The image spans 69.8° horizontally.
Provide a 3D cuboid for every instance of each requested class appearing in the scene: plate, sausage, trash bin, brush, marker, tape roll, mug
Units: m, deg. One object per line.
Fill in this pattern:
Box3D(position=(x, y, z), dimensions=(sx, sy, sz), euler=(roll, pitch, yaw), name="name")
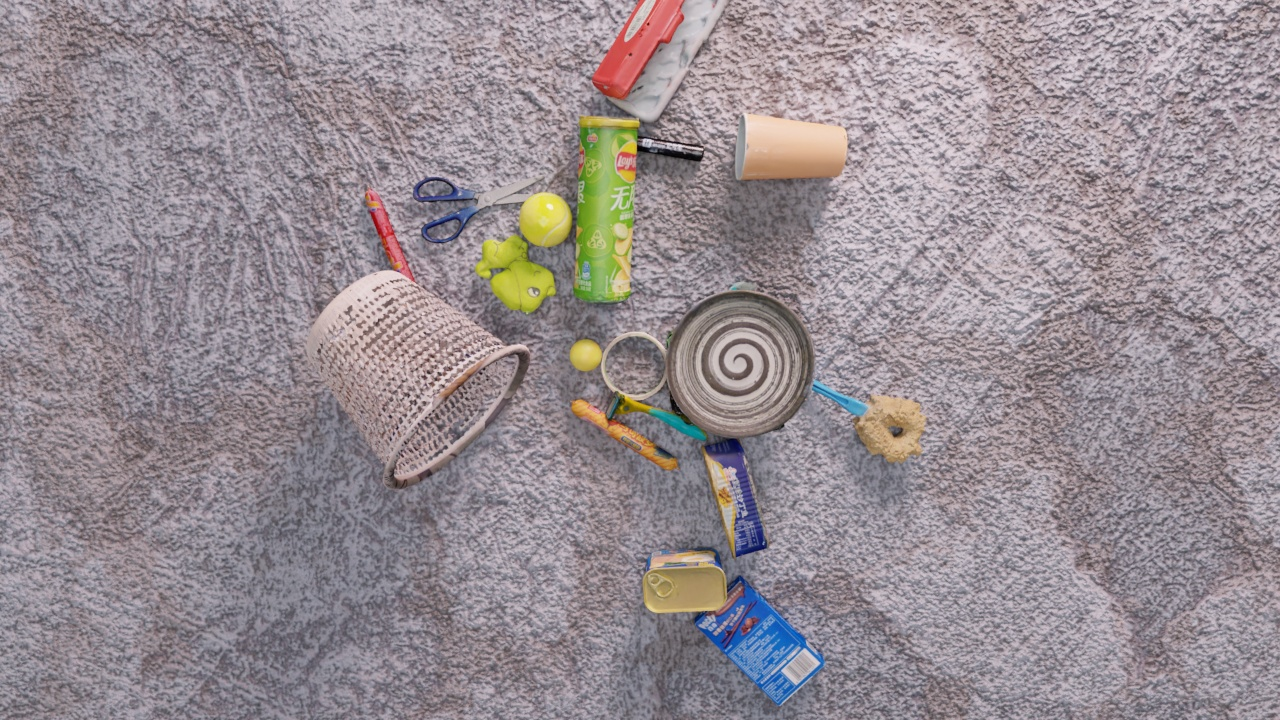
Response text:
Box3D(position=(0.120, 0.004, 1.099), dimensions=(0.179, 0.024, 0.179), euler=(0, 95, 2), name="plate")
Box3D(position=(-0.020, 0.095, 1.166), dimensions=(0.165, 0.021, 0.021), euler=(31, 97, -2), name="sausage")
Box3D(position=(-0.275, 0.008, 1.085), dimensions=(0.192, 0.227, 0.227), euler=(42, 97, 10), name="trash bin")
Box3D(position=(0.241, 0.046, 1.144), dimensions=(0.254, 0.045, 0.083), euler=(27, 101, 3), name="brush")
Box3D(position=(0.012, -0.263, 1.122), dimensions=(0.132, 0.022, 0.020), euler=(9, 108, 1), name="marker")
Box3D(position=(-0.007, 0.007, 1.159), dimensions=(0.086, 0.014, 0.086), euler=(0, 97, 3), name="tape roll")
Box3D(position=(0.179, -0.251, 1.093), dimensions=(0.123, 0.078, 0.078), euler=(2, 97, -3), name="mug")
Box3D(position=(-0.314, -0.146, 1.152), dimensions=(0.020, 0.020, 0.156), euler=(-21, 95, 5), name="sausage")

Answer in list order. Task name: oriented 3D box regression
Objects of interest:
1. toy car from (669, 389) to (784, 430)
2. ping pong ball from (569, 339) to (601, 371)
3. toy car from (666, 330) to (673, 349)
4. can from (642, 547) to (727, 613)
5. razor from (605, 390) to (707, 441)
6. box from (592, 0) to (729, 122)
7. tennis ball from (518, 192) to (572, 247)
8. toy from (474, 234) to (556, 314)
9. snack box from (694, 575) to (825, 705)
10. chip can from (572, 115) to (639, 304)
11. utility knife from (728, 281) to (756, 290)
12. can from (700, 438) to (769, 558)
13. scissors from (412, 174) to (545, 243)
Box3D(position=(0.112, 0.049, 1.142), dimensions=(0.156, 0.041, 0.071), euler=(9, 110, 2), name="toy car")
Box3D(position=(-0.068, -0.007, 1.147), dimensions=(0.040, 0.040, 0.040), euler=(0, 97, 2), name="ping pong ball")
Box3D(position=(0.076, -0.023, 1.129), dimensions=(0.091, 0.036, 0.043), euler=(-13, 101, 9), name="toy car")
Box3D(position=(0.055, 0.274, 1.153), dimensions=(0.102, 0.083, 0.057), euler=(-4, 96, 3), name="can")
Box3D(position=(0.024, 0.074, 1.156), dimensions=(0.132, 0.028, 0.043), euler=(19, 124, -7), name="razor")
Box3D(position=(0.035, -0.385, 1.089), dimensions=(0.098, 0.095, 0.201), euler=(29, 97, -31), name="box")
Box3D(position=(-0.116, -0.171, 1.117), dimensions=(0.065, 0.065, 0.065), euler=(0, 97, 2), name="tennis ball")
Box3D(position=(-0.157, -0.105, 1.144), dimensions=(0.097, 0.031, 0.100), euler=(-9, 92, 3), name="toy")
Box3D(position=(0.154, 0.363, 1.187), dimensions=(0.157, 0.026, 0.084), euler=(45, 96, -3), name="snack box")
Box3D(position=(-0.042, -0.178, 1.097), dimensions=(0.072, 0.072, 0.221), euler=(3, 105, 2), name="chip can")
Box3D(position=(0.087, -0.034, 1.150), dimensions=(0.029, 0.013, 0.164), euler=(36, 98, -1), name="utility knife")
Box3D(position=(0.118, 0.171, 1.143), dimensions=(0.049, 0.074, 0.148), euler=(-16, 96, 1), name="can")
Box3D(position=(-0.200, -0.190, 1.146), dimensions=(0.171, 0.012, 0.141), euler=(19, 95, -1), name="scissors")
